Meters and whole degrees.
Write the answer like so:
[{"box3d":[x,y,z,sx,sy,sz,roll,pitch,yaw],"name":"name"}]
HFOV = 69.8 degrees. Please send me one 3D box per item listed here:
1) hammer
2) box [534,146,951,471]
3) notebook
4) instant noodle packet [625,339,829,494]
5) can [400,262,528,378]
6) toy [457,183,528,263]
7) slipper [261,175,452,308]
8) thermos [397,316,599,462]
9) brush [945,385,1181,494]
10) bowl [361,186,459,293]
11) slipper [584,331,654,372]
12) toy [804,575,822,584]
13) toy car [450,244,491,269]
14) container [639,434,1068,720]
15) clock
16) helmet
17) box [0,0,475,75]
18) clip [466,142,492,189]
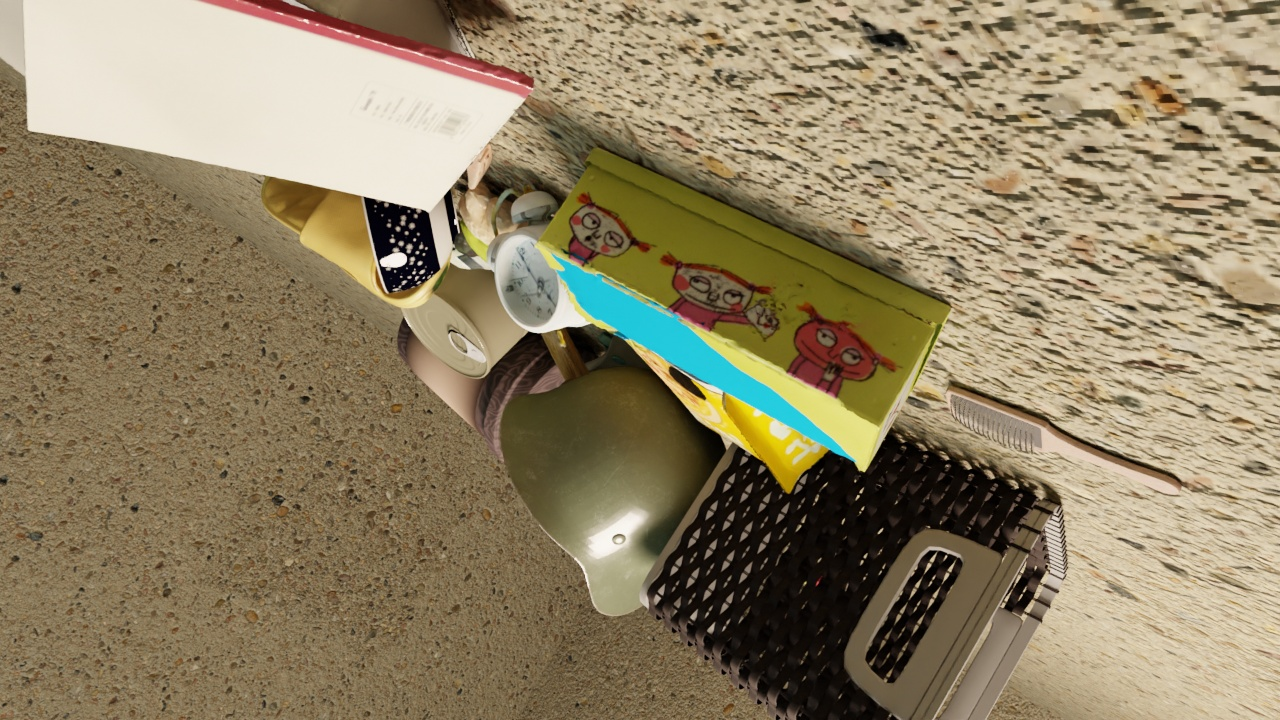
[{"box3d":[-0.073,-0.001,0.933,0.132,0.033,0.331,21,151,34],"name":"hammer"},{"box3d":[0.056,-0.030,0.541,0.221,0.079,0.124,30,169,19],"name":"box"},{"box3d":[-0.177,-0.126,0.449,0.208,0.012,0.153,8,160,-31],"name":"notebook"},{"box3d":[0.038,-0.005,0.723,0.222,0.084,0.163,32,171,39],"name":"instant noodle packet"},{"box3d":[-0.189,-0.052,0.995,0.128,0.073,0.128,30,148,21],"name":"can"},{"box3d":[-0.112,-0.103,0.743,0.092,0.043,0.118,38,165,19],"name":"toy"},{"box3d":[-0.288,-0.145,0.895,0.263,0.099,0.078,30,169,28],"name":"slipper"},{"box3d":[-0.179,0.007,1.134,0.226,0.172,0.173,33,172,28],"name":"thermos"},{"box3d":[0.246,0.052,0.546,0.136,0.015,0.050,24,169,31],"name":"brush"},{"box3d":[-0.183,-0.119,0.741,0.066,0.120,0.120,-11,175,-10],"name":"bowl"},{"box3d":[-0.006,0.006,0.968,0.098,0.054,0.269,30,159,-8],"name":"slipper"},{"box3d":[0.439,0.544,2.209,0.135,0.045,0.091,30,173,37],"name":"toy"},{"box3d":[-0.185,-0.114,0.924,0.105,0.033,0.048,22,168,45],"name":"toy car"},{"box3d":[0.185,0.199,0.787,0.244,0.247,0.245,28,170,34],"name":"container"},{"box3d":[-0.070,-0.073,0.663,0.117,0.056,0.083,53,133,15],"name":"clock"},{"box3d":[-0.007,0.095,0.845,0.267,0.154,0.226,26,-143,-52],"name":"helmet"},{"box3d":[-0.295,-0.213,0.518,0.419,0.108,0.166,15,166,12],"name":"box"},{"box3d":[-0.113,-0.136,0.641,0.045,0.025,0.061,35,165,-19],"name":"clip"}]
